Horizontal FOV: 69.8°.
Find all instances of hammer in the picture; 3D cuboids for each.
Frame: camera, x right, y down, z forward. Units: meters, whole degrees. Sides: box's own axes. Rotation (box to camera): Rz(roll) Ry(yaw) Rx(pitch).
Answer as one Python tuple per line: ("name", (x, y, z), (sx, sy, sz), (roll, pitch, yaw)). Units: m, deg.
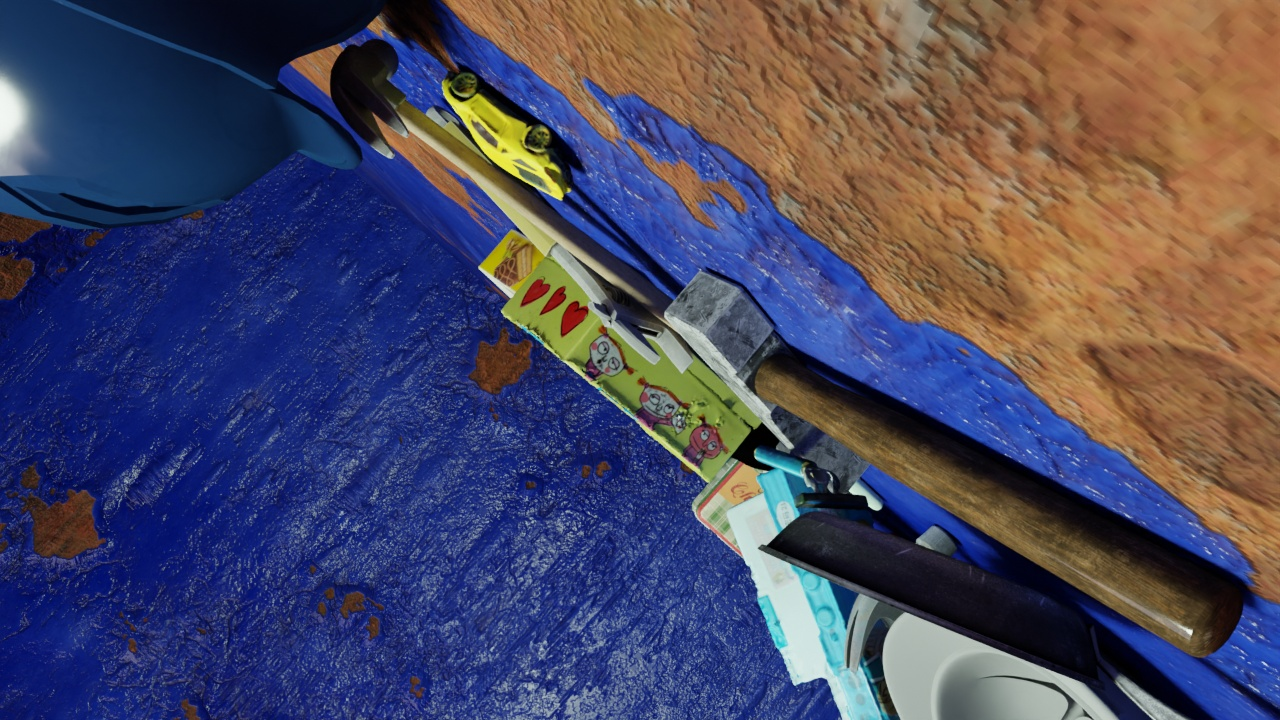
("hammer", (0.158, 0.069, 0.476), (0.217, 0.037, 0.301), (44, 173, -37))
("hammer", (-0.057, -0.086, 0.600), (0.331, 0.031, 0.119), (37, -160, -20))
("hammer", (0.267, 0.286, 0.722), (0.333, 0.117, 0.025), (54, 171, -19))

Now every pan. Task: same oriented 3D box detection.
("pan", (0.228, 0.159, 0.468), (0.357, 0.055, 0.187), (19, 172, 25))

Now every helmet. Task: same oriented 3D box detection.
("helmet", (-0.249, -0.166, 0.435), (0.232, 0.223, 0.272), (39, 180, 20))
("helmet", (0.293, 0.250, 0.640), (0.184, 0.117, 0.271), (-22, 101, 52))

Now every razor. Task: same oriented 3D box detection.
("razor", (0.101, 0.075, 0.895), (0.060, 0.057, 0.156), (9, -175, -16))
("razor", (0.099, 0.070, 0.589), (0.042, 0.022, 0.144), (4, -175, -10))

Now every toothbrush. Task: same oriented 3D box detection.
("toothbrush", (0.142, 0.072, 0.745), (0.155, 0.015, 0.022), (41, -154, -11))

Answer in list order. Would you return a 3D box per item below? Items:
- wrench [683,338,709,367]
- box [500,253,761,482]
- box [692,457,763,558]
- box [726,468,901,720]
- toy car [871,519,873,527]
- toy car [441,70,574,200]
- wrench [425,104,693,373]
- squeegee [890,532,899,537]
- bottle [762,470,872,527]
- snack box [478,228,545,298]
("wrench", (-0.039, -0.082, 0.756), (0.273, 0.018, 0.073), (41, 176, -16))
("box", (-0.005, 0.004, 0.785), (0.221, 0.081, 0.124), (44, 174, -39))
("box", (0.167, 0.192, 1.034), (0.205, 0.117, 0.049), (43, 177, -6))
("box", (0.138, 0.214, 0.794), (0.097, 0.122, 0.226), (7, -122, -53))
("toy car", (0.201, 0.188, 0.871), (0.111, 0.047, 0.047), (-84, -23, -44))
("toy car", (-0.081, -0.134, 0.545), (0.107, 0.030, 0.049), (41, 176, 20))
("wrench", (-0.064, -0.091, 0.654), (0.273, 0.018, 0.083), (47, -160, 16))
("squeegee", (0.263, 0.240, 0.822), (0.250, 0.055, 0.184), (115, 141, -48))
("bottle", (0.175, 0.139, 0.869), (0.051, 0.051, 0.146), (45, 173, -38))
("snack box", (-0.075, -0.059, 0.964), (0.110, 0.061, 0.230), (44, 174, -36))
